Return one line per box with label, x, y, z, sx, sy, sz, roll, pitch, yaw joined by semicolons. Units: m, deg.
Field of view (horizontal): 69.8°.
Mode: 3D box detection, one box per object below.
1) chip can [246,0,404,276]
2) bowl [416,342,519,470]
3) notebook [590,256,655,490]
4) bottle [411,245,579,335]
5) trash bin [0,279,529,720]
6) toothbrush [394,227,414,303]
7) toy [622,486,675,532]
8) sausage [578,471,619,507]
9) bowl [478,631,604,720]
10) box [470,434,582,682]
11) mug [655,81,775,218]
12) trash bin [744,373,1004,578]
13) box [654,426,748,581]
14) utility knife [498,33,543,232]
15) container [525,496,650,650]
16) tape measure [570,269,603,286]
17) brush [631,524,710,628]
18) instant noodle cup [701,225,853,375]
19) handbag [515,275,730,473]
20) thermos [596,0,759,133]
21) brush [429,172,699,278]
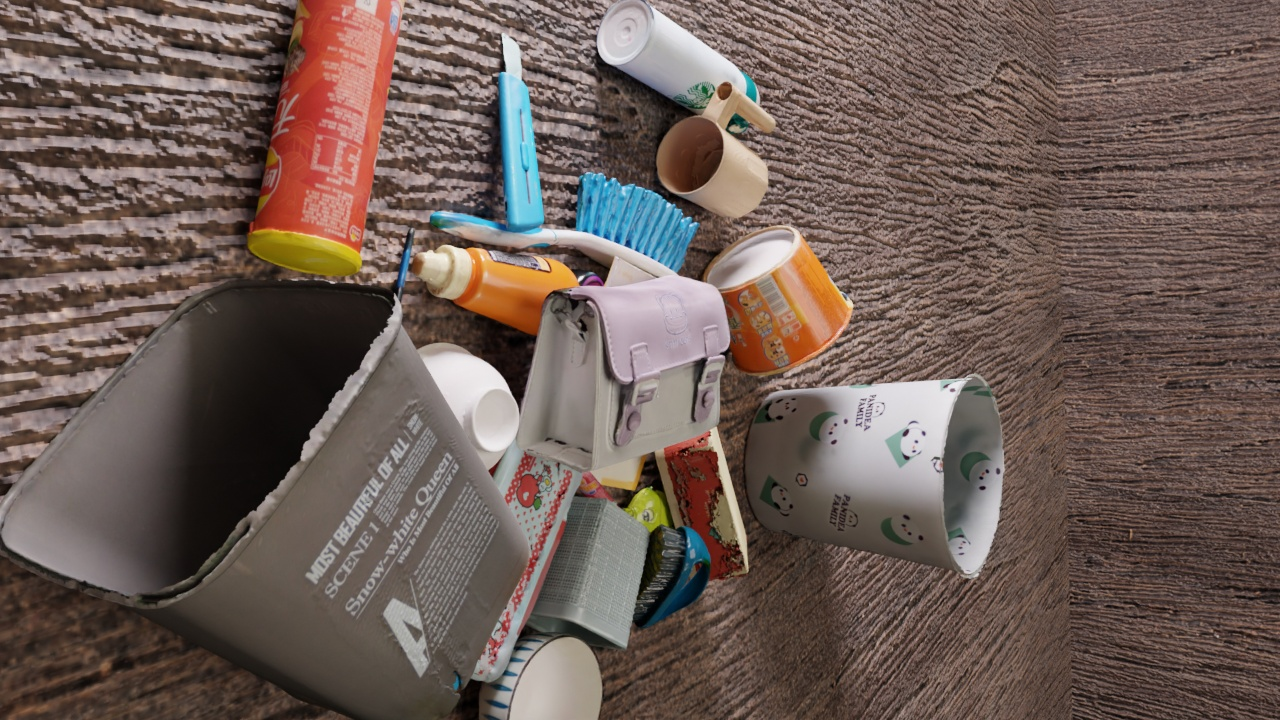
chip can;-0.206;-0.169;0.612;0.073;0.073;0.216;18;76;-52
bowl;-0.134;0.044;0.715;0.118;0.065;0.118;1;88;-53
notebook;-0.015;0.020;0.877;0.145;0.010;0.206;21;87;-53
bottle;-0.118;-0.062;0.743;0.149;0.067;0.066;13;80;-45
trash bin;-0.193;0.096;0.542;0.198;0.199;0.220;-62;141;-32
toothbrush;-0.190;-0.011;0.683;0.016;0.014;0.189;14;77;-27
toy;0.011;0.175;0.938;0.096;0.031;0.100;-8;101;-51
sausage;-0.025;0.148;0.869;0.156;0.020;0.020;54;50;-33
bowl;-0.092;0.285;0.771;0.116;0.066;0.116;1;88;-53
box;-0.111;0.155;0.748;0.087;0.048;0.200;37;60;-29
mug;0.088;-0.221;0.979;0.103;0.084;0.125;14;108;-54
trash bin;0.279;0.130;1.109;0.229;0.252;0.229;0;90;-54
box;0.073;0.141;0.956;0.091;0.077;0.168;-77;153;-67
utility knife;-0.103;-0.192;0.765;0.034;0.018;0.185;6;69;-38
container;-0.053;0.184;0.808;0.090;0.090;0.111;44;53;-44
tape measure;-0.061;-0.054;0.833;0.057;0.039;0.057;48;59;-54
brush;0.025;0.207;0.869;0.073;0.144;0.055;12;44;-16
instant noodle cup;0.146;-0.072;1.029;0.111;0.152;0.151;56;48;-25
handbag;-0.005;0.005;0.786;0.196;0.099;0.145;-12;109;-56
thermos;0.050;-0.298;0.955;0.223;0.073;0.073;10;82;-53
brush;-0.055;-0.123;0.833;0.314;0.061;0.109;20;78;-49
